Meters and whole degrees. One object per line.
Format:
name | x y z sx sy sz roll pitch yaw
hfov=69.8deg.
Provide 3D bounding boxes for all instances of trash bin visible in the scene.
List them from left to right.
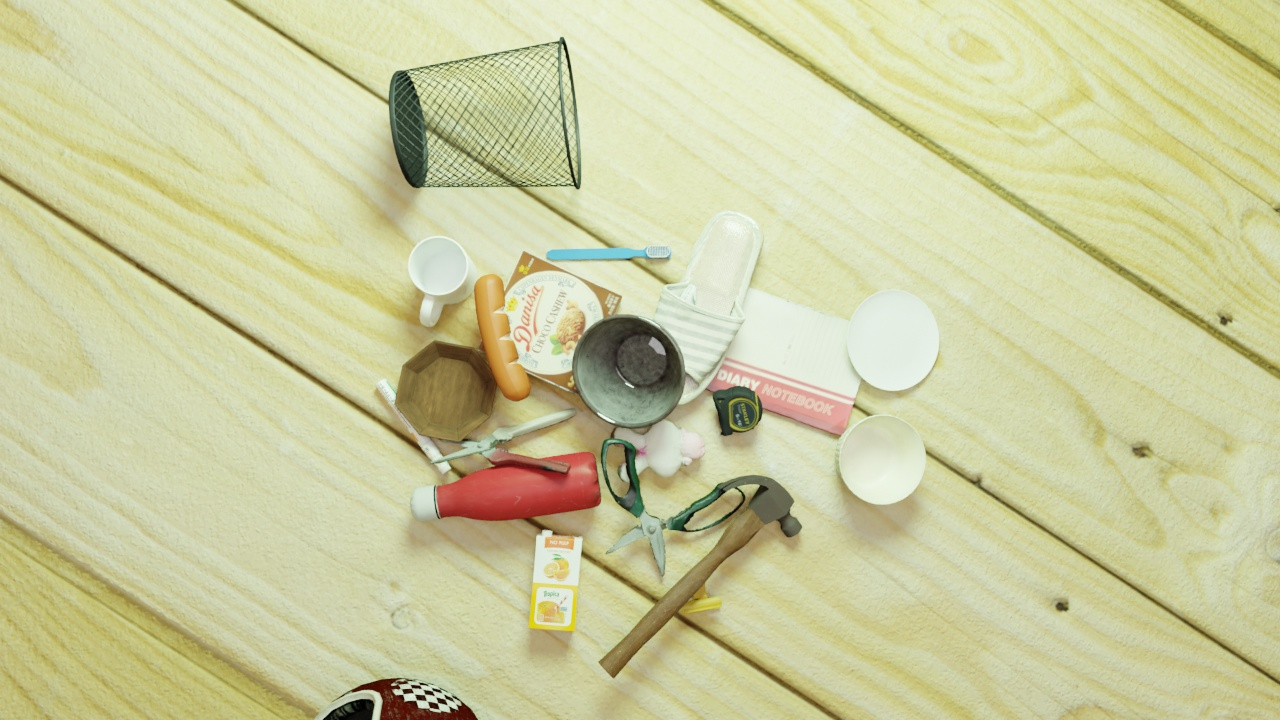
trash bin | -0.190 -0.298 1.149 0.210 0.184 0.184 -5 87 2

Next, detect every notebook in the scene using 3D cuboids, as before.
notebook | 0.196 -0.002 1.227 0.209 0.012 0.153 18 86 -1

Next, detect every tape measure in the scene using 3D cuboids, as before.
tape measure | 0.129 0.064 1.201 0.061 0.034 0.062 -9 109 11

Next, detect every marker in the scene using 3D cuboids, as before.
marker | -0.295 0.086 1.194 0.017 0.017 0.145 -37 89 -5

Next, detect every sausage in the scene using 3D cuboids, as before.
sausage | -0.176 -0.027 1.153 0.044 0.039 0.164 -15 88 0

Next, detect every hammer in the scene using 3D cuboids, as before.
hammer | 0.071 0.274 1.168 0.322 0.033 0.115 -44 103 -11

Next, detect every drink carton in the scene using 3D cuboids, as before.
drink carton | -0.108 0.280 1.180 0.058 0.040 0.122 5 86 -3

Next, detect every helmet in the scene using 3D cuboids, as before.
helmet | -0.287 0.495 1.051 0.233 0.254 0.233 10 91 -27

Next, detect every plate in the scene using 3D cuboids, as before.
plate | -0.250 0.041 1.192 0.131 0.025 0.131 0 83 -4
plate | 0.336 -0.027 1.228 0.134 0.011 0.134 0 90 -13

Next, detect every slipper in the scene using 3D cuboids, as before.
slipper | 0.081 -0.070 1.200 0.114 0.054 0.272 25 87 3

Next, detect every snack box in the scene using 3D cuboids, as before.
snack box | -0.117 -0.048 1.199 0.147 0.041 0.143 24 86 -2

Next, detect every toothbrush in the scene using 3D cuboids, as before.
toothbrush | -0.042 -0.143 1.222 0.166 0.014 0.016 -1 87 -2

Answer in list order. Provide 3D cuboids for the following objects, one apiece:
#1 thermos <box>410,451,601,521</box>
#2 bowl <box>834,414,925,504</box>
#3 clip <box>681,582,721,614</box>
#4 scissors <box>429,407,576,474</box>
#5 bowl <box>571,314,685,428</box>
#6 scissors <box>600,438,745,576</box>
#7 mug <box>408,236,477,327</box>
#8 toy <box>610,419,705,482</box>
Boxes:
thermos | -0.172 0.168 1.168 0.240 0.073 0.073 -8 87 -3
bowl | 0.304 0.127 1.196 0.115 0.062 0.115 0 89 -8
clip | 0.078 0.307 1.196 0.054 0.046 0.048 -9 112 -2
scissors | -0.161 0.105 1.175 0.199 0.015 0.178 22 47 34
bowl | -0.007 0.007 1.153 0.145 0.067 0.145 4 106 16
scissors | 0.038 0.177 1.184 0.204 0.015 0.202 -18 104 -13
mug | -0.256 -0.096 1.170 0.074 0.090 0.110 18 86 -2
toy | 0.023 0.117 1.199 0.122 0.038 0.079 -5 79 -1
